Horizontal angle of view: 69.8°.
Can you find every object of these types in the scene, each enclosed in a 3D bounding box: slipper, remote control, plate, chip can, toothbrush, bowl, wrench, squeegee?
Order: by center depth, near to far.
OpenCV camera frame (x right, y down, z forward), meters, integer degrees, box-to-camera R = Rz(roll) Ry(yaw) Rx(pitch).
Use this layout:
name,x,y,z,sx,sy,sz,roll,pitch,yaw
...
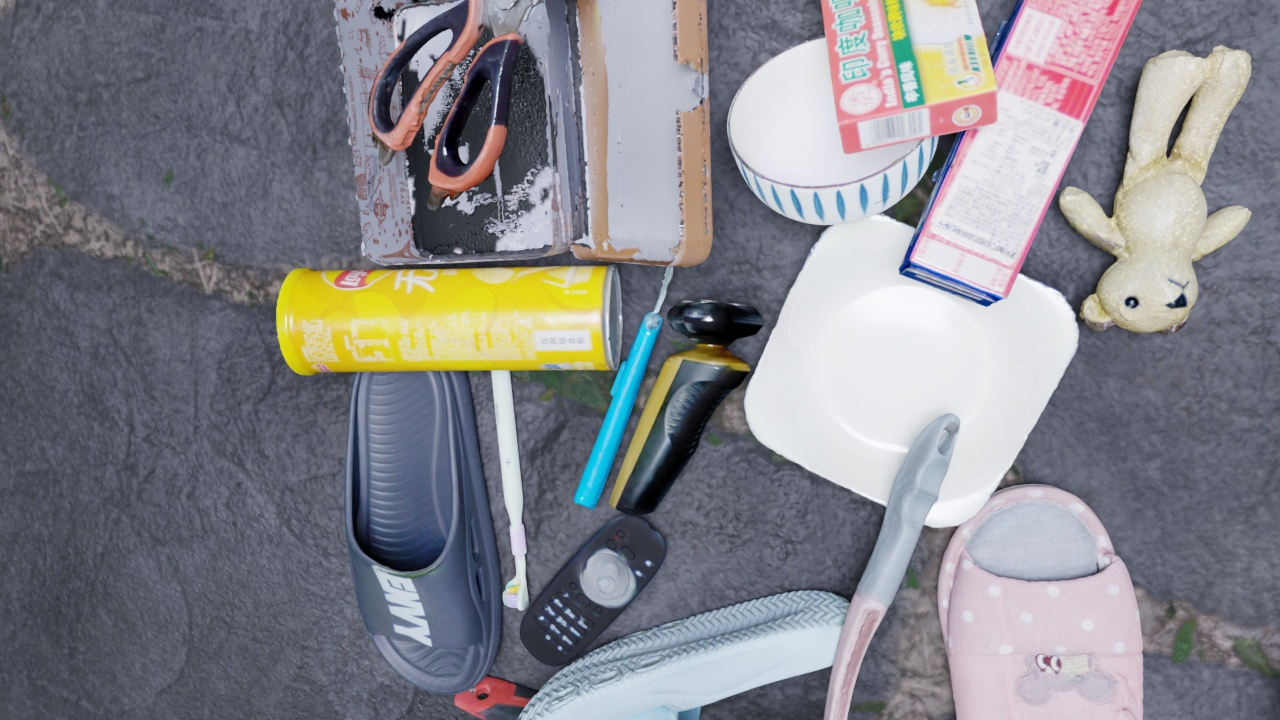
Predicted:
name,x,y,z,sx,sy,sz,roll,pitch,yaw
bowl,0.113,-0.123,0.527,0.116,0.066,0.116,-9,57,15
squeegee,0.138,0.148,0.537,0.247,0.040,0.249,21,85,-19
plate,0.161,0.005,0.566,0.164,0.034,0.164,27,105,8
slipper,0.249,0.211,0.571,0.114,0.054,0.274,-4,101,14
chip can,-0.120,-0.027,0.596,0.213,0.072,0.072,-1,100,6
slipper,0.030,0.218,0.605,0.246,0.104,0.074,-21,91,10
slipper,-0.167,0.116,0.645,0.111,0.083,0.268,-2,97,14
remote control,-0.033,0.161,0.649,0.053,0.024,0.137,43,106,5
toothbrush,-0.094,0.085,0.654,0.020,0.029,0.189,-7,100,-27
wrench,-0.008,0.281,0.656,0.273,0.056,0.016,18,128,15

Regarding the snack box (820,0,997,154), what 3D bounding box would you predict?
name,x,y,z,sx,sy,sz,roll,pitch,yaw
snack box,0.139,-0.184,0.494,0.077,0.027,0.155,-9,59,16

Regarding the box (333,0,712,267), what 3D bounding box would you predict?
name,x,y,z,sx,sy,sz,roll,pitch,yaw
box,-0.061,-0.146,0.546,0.274,0.124,0.179,4,102,36

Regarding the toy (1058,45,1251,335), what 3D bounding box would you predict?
name,x,y,z,sx,sy,sz,roll,pitch,yaw
toy,0.288,-0.089,0.499,0.105,0.066,0.157,2,109,-4

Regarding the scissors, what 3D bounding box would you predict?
name,x,y,z,sx,sy,sz,roll,pitch,yaw
scissors,-0.068,-0.167,0.475,0.206,0.015,0.197,5,102,31

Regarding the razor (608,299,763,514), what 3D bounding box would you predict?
name,x,y,z,sx,sy,sz,roll,pitch,yaw
razor,0.022,0.032,0.602,0.067,0.062,0.168,41,116,36

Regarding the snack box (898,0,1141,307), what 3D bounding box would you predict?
name,x,y,z,sx,sy,sz,roll,pitch,yaw
snack box,0.207,-0.133,0.498,0.058,0.057,0.207,24,93,8

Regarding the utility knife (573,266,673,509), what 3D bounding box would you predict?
name,x,y,z,sx,sy,sz,roll,pitch,yaw
utility knife,-0.004,0.004,0.610,0.018,0.034,0.216,21,103,0
